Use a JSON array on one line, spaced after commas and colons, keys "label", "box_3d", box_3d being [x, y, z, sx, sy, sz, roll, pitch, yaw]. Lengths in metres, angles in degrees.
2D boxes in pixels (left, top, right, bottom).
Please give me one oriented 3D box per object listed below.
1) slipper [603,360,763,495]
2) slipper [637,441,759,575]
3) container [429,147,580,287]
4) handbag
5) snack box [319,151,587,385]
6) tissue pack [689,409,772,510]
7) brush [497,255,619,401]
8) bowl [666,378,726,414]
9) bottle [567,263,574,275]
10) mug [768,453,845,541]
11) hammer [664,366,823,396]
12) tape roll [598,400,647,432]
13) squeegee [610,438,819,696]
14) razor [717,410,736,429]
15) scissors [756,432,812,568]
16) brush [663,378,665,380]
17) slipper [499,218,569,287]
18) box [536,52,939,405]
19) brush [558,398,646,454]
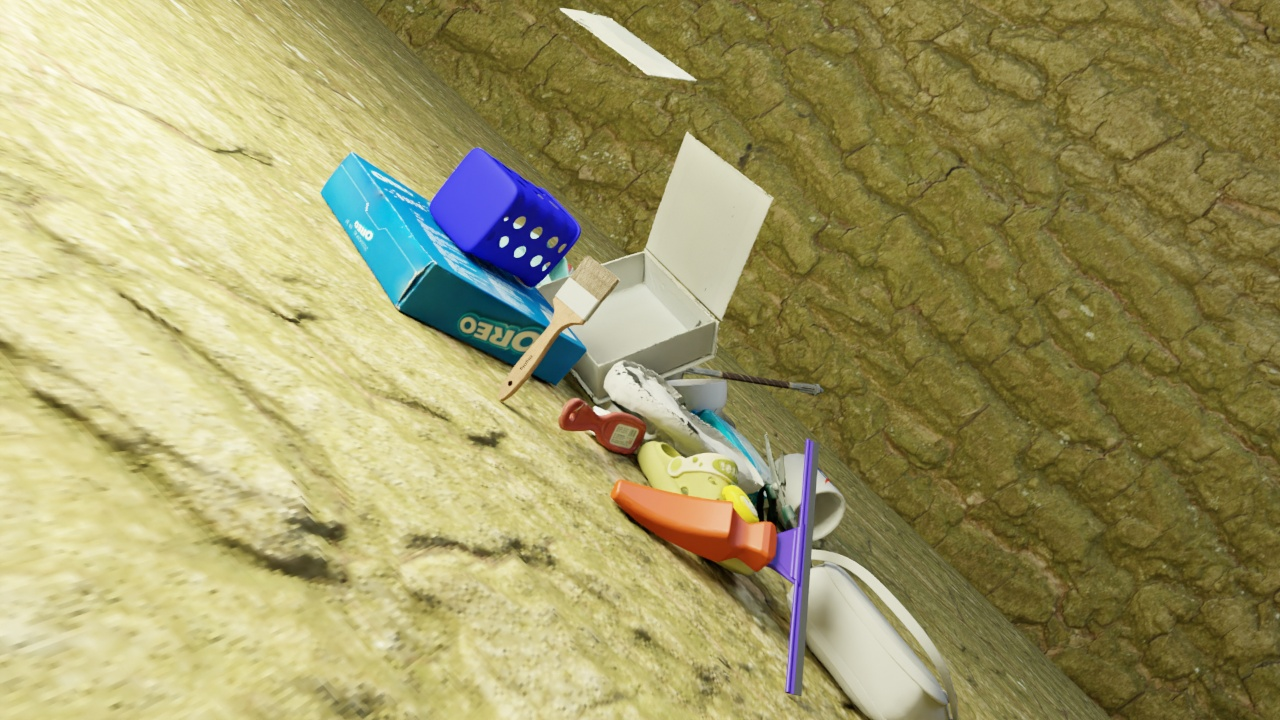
[{"label": "slipper", "box_3d": [0.044, 0.086, 1.026, 0.247, 0.074, 0.112, 44, -3, -34]}, {"label": "slipper", "box_3d": [0.068, 0.131, 0.910, 0.091, 0.081, 0.190, 39, 6, -41]}, {"label": "container", "box_3d": [-0.132, -0.138, 0.899, 0.084, 0.085, 0.113, 46, 10, 28]}, {"label": "handbag", "box_3d": [0.236, 0.280, 0.922, 0.215, 0.095, 0.222, 51, 6, 33]}, {"label": "snack box", "box_3d": [-0.180, -0.086, 0.908, 0.195, 0.056, 0.238, 49, 11, 35]}, {"label": "tissue pack", "box_3d": [0.114, 0.129, 1.195, 0.093, 0.062, 0.144, 38, 12, -37]}, {"label": "brush", "box_3d": [-0.074, -0.022, 0.775, 0.045, 0.143, 0.008, 39, 3, 38]}, {"label": "bowl", "box_3d": [0.069, 0.055, 1.275, 0.105, 0.054, 0.105, -2, 3, 0]}, {"label": "bottle", "box_3d": [-0.068, -0.088, 1.436, 0.176, 0.062, 0.062, 40, 9, -19]}, {"label": "mug", "box_3d": [0.230, 0.207, 1.310, 0.090, 0.091, 0.121, -125, -159, -54]}, {"label": "hammer", "box_3d": [0.149, 0.026, 1.447, 0.321, 0.044, 0.098, 9, 22, -20]}, {"label": "tape roll", "box_3d": [-0.026, 0.054, 1.079, 0.093, 0.013, 0.093, 41, 8, -8]}, {"label": "squeegee", "box_3d": [0.061, 0.146, 0.799, 0.184, 0.055, 0.248, 23, 49, -11]}, {"label": "razor", "box_3d": [0.085, 0.087, 1.364, 0.088, 0.047, 0.116, 46, 16, 19]}, {"label": "scissors", "box_3d": [0.158, 0.162, 1.089, 0.154, 0.015, 0.209, -136, -150, -69]}, {"label": "brush", "box_3d": [-0.007, 0.007, 1.242, 0.075, 0.055, 0.135, 50, 7, -9]}, {"label": "slipper", "box_3d": [-0.134, -0.127, 1.301, 0.276, 0.069, 0.116, 47, 6, 18]}, {"label": "box", "box_3d": [0.100, -0.163, 1.068, 0.167, 0.506, 0.148, 48, 6, 37]}, {"label": "brush", "box_3d": [-0.043, 0.060, 0.891, 0.030, 0.041, 0.172, 26, -2, 27]}]
